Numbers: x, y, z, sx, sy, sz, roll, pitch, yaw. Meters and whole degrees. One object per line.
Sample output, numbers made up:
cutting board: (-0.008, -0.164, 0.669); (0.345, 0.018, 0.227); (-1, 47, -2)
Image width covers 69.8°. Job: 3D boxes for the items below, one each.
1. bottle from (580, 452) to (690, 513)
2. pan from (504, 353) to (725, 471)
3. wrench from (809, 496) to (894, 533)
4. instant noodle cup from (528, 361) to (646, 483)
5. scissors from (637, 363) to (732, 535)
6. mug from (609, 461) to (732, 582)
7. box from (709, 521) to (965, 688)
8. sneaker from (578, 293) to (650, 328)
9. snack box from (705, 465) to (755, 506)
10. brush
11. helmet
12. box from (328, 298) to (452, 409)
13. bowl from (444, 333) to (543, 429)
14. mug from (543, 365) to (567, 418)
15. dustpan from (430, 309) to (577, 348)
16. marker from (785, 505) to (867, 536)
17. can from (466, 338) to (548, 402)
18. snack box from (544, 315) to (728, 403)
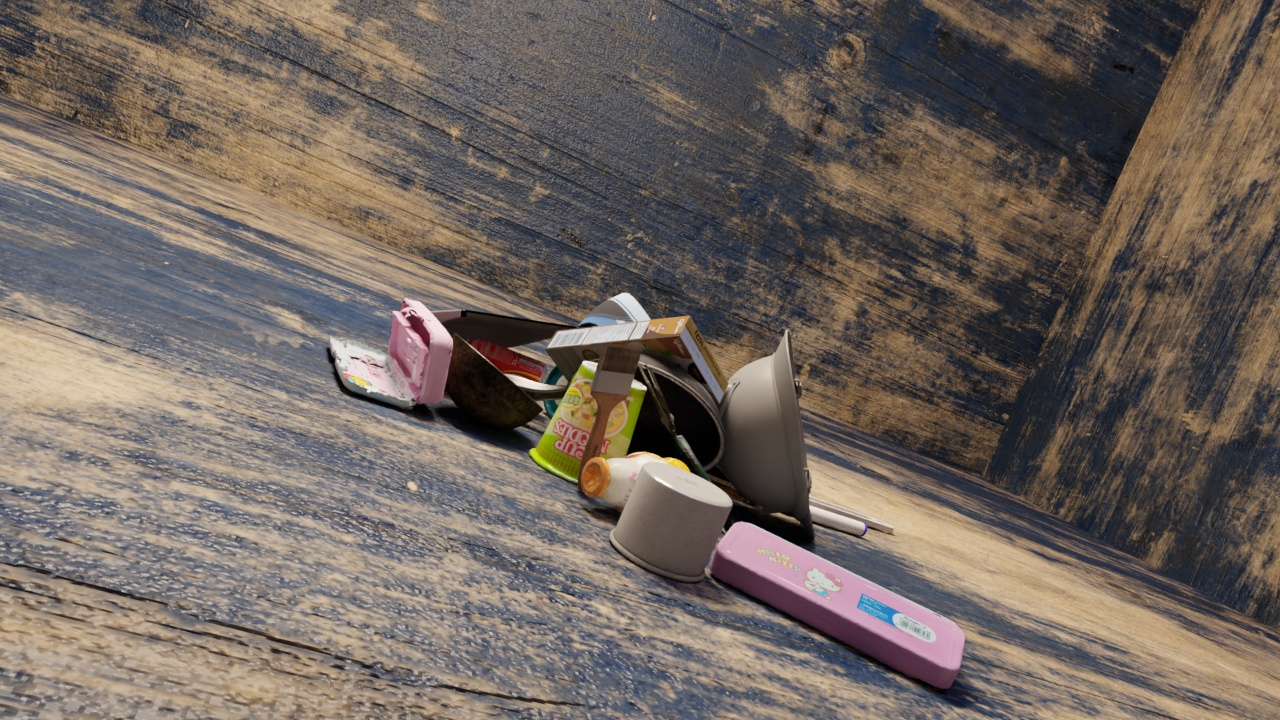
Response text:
bottle: (-0.003, 0.114, 0.837); (0.108, 0.063, 0.063); (17, 7, -40)
pan: (-0.071, 0.042, 1.034); (0.357, 0.055, 0.188); (15, -39, 19)
wrench: (0.255, 0.203, 1.302); (0.273, 0.018, 0.087); (21, 3, -31)
instant noodle cup: (-0.046, 0.063, 0.920); (0.099, 0.108, 0.099); (22, 6, -3)
scissors: (0.045, 0.092, 0.922); (0.146, 0.015, 0.210); (51, -14, 57)
mug: (0.025, 0.128, 0.760); (0.084, 0.070, 0.113); (22, 7, -5)
box: (0.171, 0.201, 0.796); (0.214, 0.049, 0.149); (24, 2, 16)
sneaker: (0.008, 0.036, 1.137); (0.241, 0.098, 0.084); (53, -27, 6)
snack box: (0.081, 0.136, 1.149); (0.141, 0.032, 0.051); (23, 5, -1)
brush: (-0.035, 0.054, 0.849); (0.045, 0.143, 0.008); (6, 14, -42)
helmet: (0.133, 0.093, 1.058); (0.118, 0.271, 0.183); (-6, 37, 10)
box: (-0.268, -0.014, 0.957); (0.102, 0.087, 0.202); (7, 12, -24)
bowl: (-0.165, 0.032, 0.956); (0.121, 0.056, 0.121); (40, -7, 6)
mug: (-0.051, 0.052, 1.164); (0.107, 0.083, 0.114); (18, 11, -43)
dustpan: (-0.224, -0.035, 1.148); (0.163, 0.033, 0.258); (7, -4, -43)
marker: (0.236, 0.202, 1.192); (0.141, 0.020, 0.020); (20, 6, -25)
can: (-0.170, 0.016, 1.116); (0.105, 0.064, 0.064); (22, 5, -7)
snack box: (-0.006, 0.006, 1.025); (0.186, 0.031, 0.101); (-5, -48, 37)
